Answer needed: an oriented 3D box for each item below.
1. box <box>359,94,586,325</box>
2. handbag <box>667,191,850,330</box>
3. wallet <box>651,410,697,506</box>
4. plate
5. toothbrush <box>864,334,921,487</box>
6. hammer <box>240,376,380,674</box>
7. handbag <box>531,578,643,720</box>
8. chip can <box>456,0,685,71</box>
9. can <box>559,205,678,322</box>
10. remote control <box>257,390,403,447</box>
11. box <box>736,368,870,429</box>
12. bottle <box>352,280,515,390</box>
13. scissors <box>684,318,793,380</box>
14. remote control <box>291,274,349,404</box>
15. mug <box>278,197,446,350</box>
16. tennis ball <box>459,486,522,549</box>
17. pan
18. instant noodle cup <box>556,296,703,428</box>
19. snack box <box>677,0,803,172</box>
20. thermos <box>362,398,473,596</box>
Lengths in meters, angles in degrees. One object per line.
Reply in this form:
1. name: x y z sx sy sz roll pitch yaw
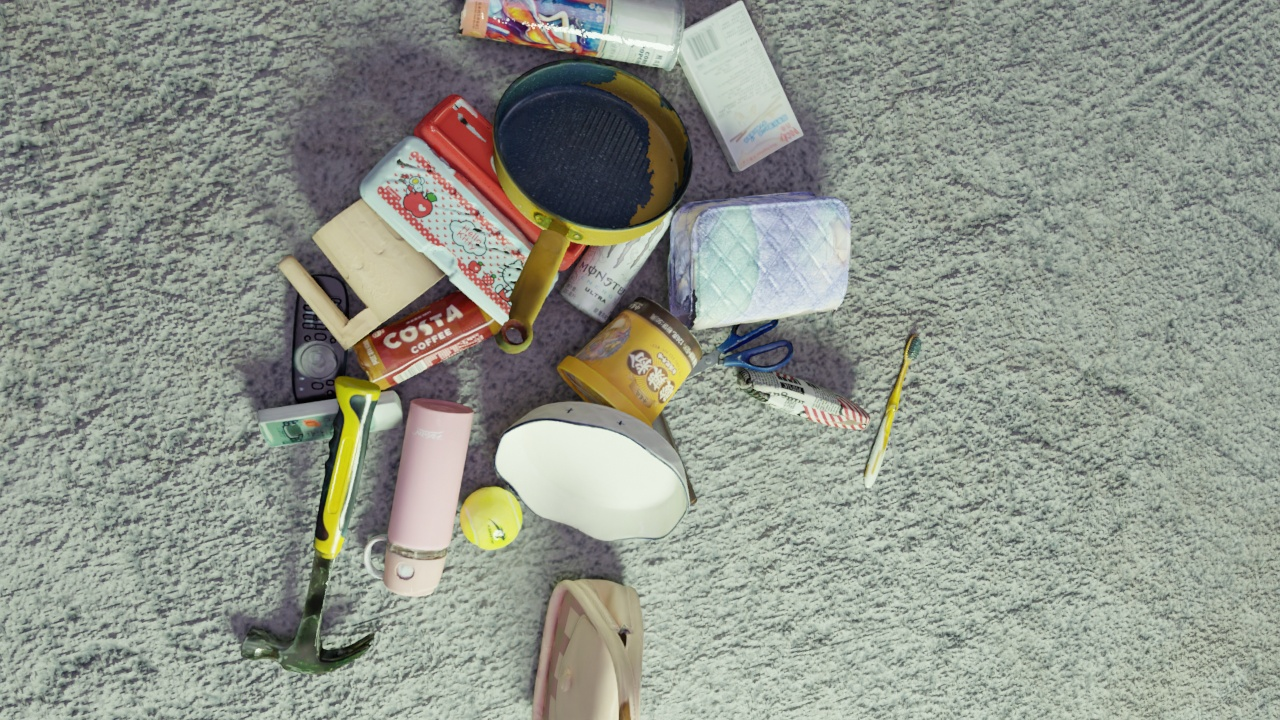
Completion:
1. box: -0.151 -0.147 0.893 0.201 0.058 0.160 43 60 -16
2. handbag: 0.126 -0.107 0.975 0.193 0.075 0.134 -8 107 -21
3. wallet: 0.000 0.123 1.023 0.096 0.020 0.122 -24 102 -9
4. plate: -0.046 0.112 0.936 0.205 0.205 0.045 36 49 -17
5. toothbrush: 0.299 0.062 1.086 0.016 0.018 0.191 15 95 -14
6. hammer: -0.306 0.171 0.913 0.126 0.032 0.324 15 105 -6
7. handbag: -0.040 0.348 0.937 0.093 0.234 0.193 8 97 -17
8. chip can: -0.068 -0.338 0.902 0.214 0.071 0.071 5 98 -14
9. can: -0.023 -0.113 0.957 0.058 0.058 0.146 34 90 -17
10. remote control: -0.307 0.059 0.918 0.135 0.056 0.019 -8 61 -13
11. box: 0.183 0.047 1.033 0.164 0.069 0.052 19 85 -14
12. bottle: -0.198 -0.032 0.927 0.174 0.057 0.057 -27 104 -9
13. scissors: 0.082 -0.010 1.014 0.173 0.012 0.132 3 62 14
14. remote control: -0.319 -0.019 0.916 0.053 0.024 0.136 4 98 -18
15. mug: -0.268 -0.088 0.885 0.124 0.084 0.103 -40 104 -13
16. tennis ball: -0.157 0.166 0.966 0.065 0.065 0.065 -2 100 -14
17. pan: -0.065 -0.144 0.845 0.197 0.078 0.356 22 62 -6
18. instant noodle cup: -0.006 0.006 0.956 0.118 0.118 0.114 46 78 -16
19. snack box: 0.103 -0.290 0.975 0.084 0.027 0.157 -30 105 -8
20. thermos: -0.231 0.139 0.948 0.087 0.067 0.199 13 98 6
